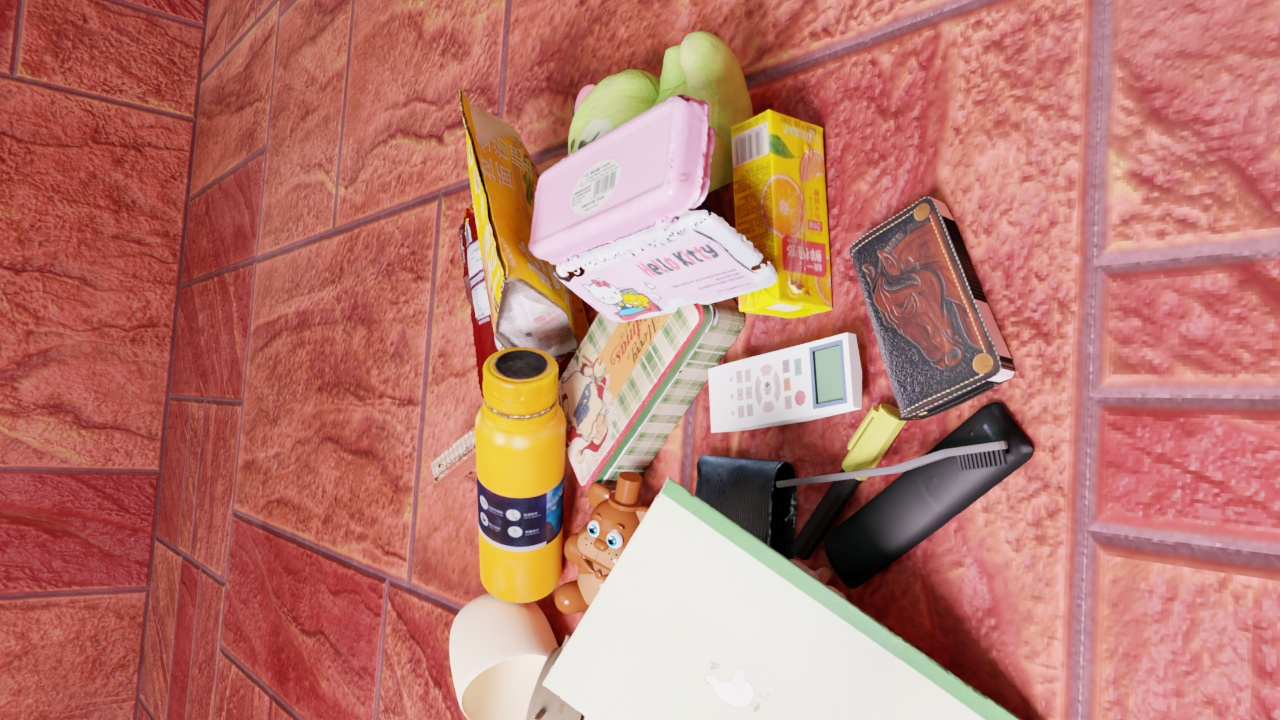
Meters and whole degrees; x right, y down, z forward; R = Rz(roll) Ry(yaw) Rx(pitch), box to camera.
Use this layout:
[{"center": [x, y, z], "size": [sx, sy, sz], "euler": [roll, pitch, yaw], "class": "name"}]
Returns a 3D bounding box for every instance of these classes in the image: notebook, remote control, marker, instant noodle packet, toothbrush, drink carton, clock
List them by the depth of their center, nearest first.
[{"center": [0.079, 0.206, 0.538], "size": [0.252, 0.010, 0.182], "euler": [33, 116, 10], "class": "notebook"}, {"center": [0.167, 0.084, 0.554], "size": [0.152, 0.020, 0.041], "euler": [-50, 47, 33], "class": "remote control"}, {"center": [0.145, 0.066, 0.557], "size": [0.168, 0.012, 0.013], "euler": [-18, 77, 49], "class": "toothbrush"}, {"center": [0.132, 0.081, 0.599], "size": [0.021, 0.017, 0.124], "euler": [28, 116, 3], "class": "marker"}, {"center": [0.099, -0.099, 0.637], "size": [0.043, 0.058, 0.134], "euler": [-11, 77, 51], "class": "drink carton"}, {"center": [0.100, 0.020, 0.645], "size": [0.144, 0.024, 0.049], "euler": [-17, 71, 52], "class": "remote control"}, {"center": [-0.066, 0.293, 0.769], "size": [0.141, 0.054, 0.092], "euler": [94, -165, -51], "class": "clock"}, {"center": [-0.107, -0.105, 0.778], "size": [0.222, 0.084, 0.163], "euler": [75, -178, -73], "class": "instant noodle packet"}]

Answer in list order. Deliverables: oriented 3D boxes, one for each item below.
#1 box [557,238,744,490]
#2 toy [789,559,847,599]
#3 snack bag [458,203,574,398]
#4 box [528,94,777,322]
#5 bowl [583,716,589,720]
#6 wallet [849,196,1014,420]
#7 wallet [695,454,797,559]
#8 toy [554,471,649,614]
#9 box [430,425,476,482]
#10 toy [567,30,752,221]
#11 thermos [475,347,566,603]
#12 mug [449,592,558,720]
[{"center": [-0.005, 0.004, 0.764], "size": [0.206, 0.051, 0.117], "euler": [-56, 46, 30], "class": "box"}, {"center": [0.103, 0.172, 0.582], "size": [0.105, 0.085, 0.074], "euler": [-103, -4, -52], "class": "toy"}, {"center": [-0.134, -0.063, 0.928], "size": [0.139, 0.066, 0.207], "euler": [-22, 71, 37], "class": "snack bag"}, {"center": [-0.008, -0.091, 0.639], "size": [0.202, 0.077, 0.146], "euler": [-10, 102, 57], "class": "box"}, {"center": [0.013, 0.300, 0.680], "size": [0.117, 0.067, 0.117], "euler": [-10, 77, 51], "class": "bowl"}, {"center": [0.174, -0.031, 0.562], "size": [0.072, 0.019, 0.123], "euler": [-33, 59, 40], "class": "wallet"}, {"center": [0.071, 0.127, 0.666], "size": [0.089, 0.026, 0.115], "euler": [-4, 81, 53], "class": "wallet"}, {"center": [-0.024, 0.154, 0.745], "size": [0.095, 0.065, 0.128], "euler": [21, 110, 28], "class": "toy"}, {"center": [-0.140, 0.074, 0.910], "size": [0.187, 0.082, 0.041], "euler": [-35, 68, 42], "class": "box"}, {"center": [0.011, -0.171, 0.732], "size": [0.197, 0.107, 0.150], "euler": [4, 88, 61], "class": "toy"}, {"center": [-0.107, 0.097, 0.797], "size": [0.091, 0.076, 0.233], "euler": [41, 138, 44], "class": "thermos"}, {"center": [-0.122, 0.273, 0.845], "size": [0.099, 0.096, 0.120], "euler": [-122, 9, -53], "class": "mug"}]
